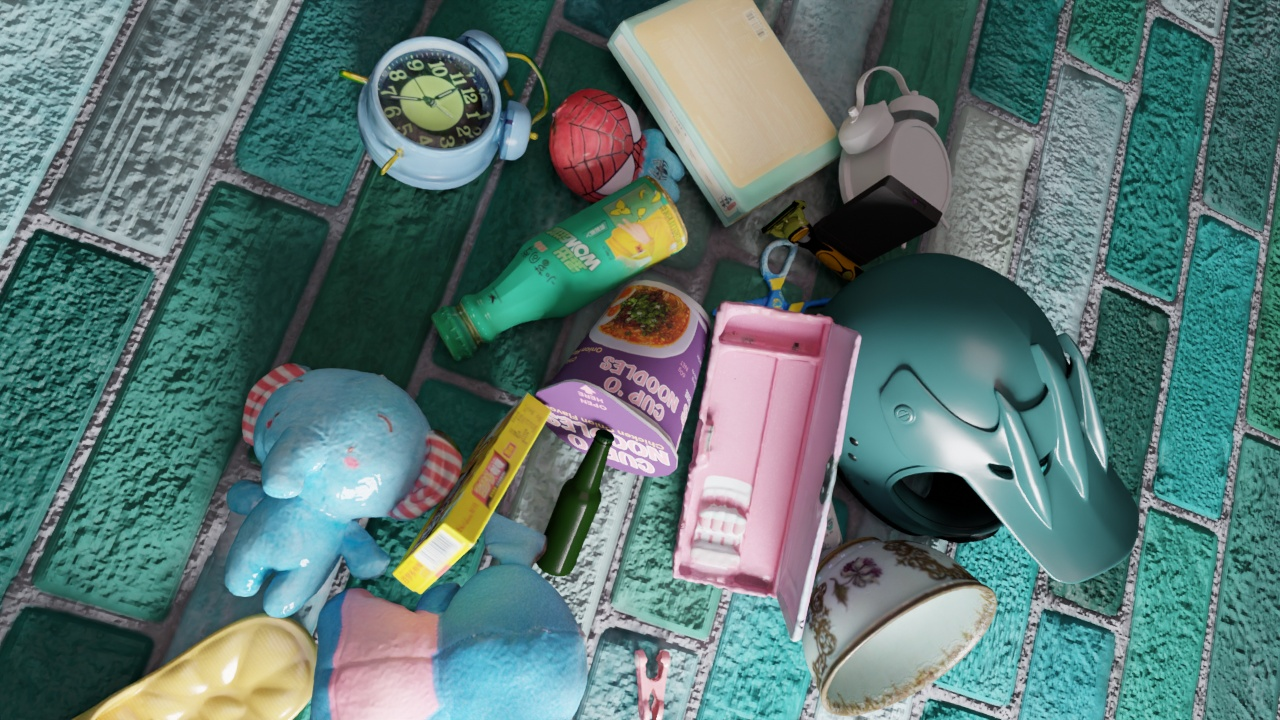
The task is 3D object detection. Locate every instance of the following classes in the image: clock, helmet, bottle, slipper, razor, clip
[{"bbox_3d":[-0.152,-0.207,0.746,0.161,0.060,0.118,-24,86,-23],"label":"clock"},{"bbox_3d":[0.260,0.042,0.737,0.176,0.201,0.275,-32,92,-29],"label":"helmet"},{"bbox_3d":[-0.066,-0.070,0.733,0.209,0.068,0.068,-31,90,-6],"label":"bottle"},{"bbox_3d":[-0.047,0.108,0.703,0.033,0.033,0.123,17,111,-13],"label":"bottle"},{"bbox_3d":[-0.334,0.265,0.602,0.262,0.078,0.099,-35,89,-19],"label":"slipper"},{"bbox_3d":[0.176,-0.092,0.828,0.144,0.044,0.021,32,42,-23],"label":"razor"},{"bbox_3d":[0.227,-0.185,0.834,0.119,0.061,0.159,-24,103,-37],"label":"clock"},{"bbox_3d":[0.013,0.258,0.735,0.045,0.023,0.060,-18,81,-17],"label":"clip"}]

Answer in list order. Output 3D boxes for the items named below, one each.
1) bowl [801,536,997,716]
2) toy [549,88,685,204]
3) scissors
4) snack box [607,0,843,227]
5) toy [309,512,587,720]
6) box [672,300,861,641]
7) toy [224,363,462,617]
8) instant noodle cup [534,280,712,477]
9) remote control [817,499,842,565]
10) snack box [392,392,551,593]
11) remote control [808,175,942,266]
[{"bbox_3d":[0.194,0.202,0.746,0.159,0.160,0.094,-15,45,-18],"label":"bowl"},{"bbox_3d":[-0.018,-0.173,0.780,0.132,0.062,0.092,19,83,-24],"label":"toy"},{"bbox_3d":[0.121,-0.058,0.823,0.125,0.016,0.123,-9,80,-19],"label":"scissors"},{"bbox_3d":[0.081,-0.234,0.816,0.141,0.044,0.193,-34,92,-28],"label":"snack box"},{"bbox_3d":[-0.133,0.200,0.637,0.191,0.099,0.223,-5,54,-5],"label":"toy"},{"bbox_3d":[0.090,0.077,0.691,0.106,0.115,0.233,11,98,3],"label":"box"},{"bbox_3d":[-0.230,0.085,0.644,0.183,0.115,0.180,24,70,14],"label":"toy"},{"bbox_3d":[-0.004,0.004,0.723,0.122,0.137,0.121,17,62,19],"label":"instant noodle cup"},{"bbox_3d":[0.135,0.108,0.779,0.050,0.022,0.133,-24,102,-33],"label":"remote control"},{"bbox_3d":[-0.117,0.091,0.657,0.025,0.075,0.151,39,35,-10],"label":"snack box"},{"bbox_3d":[0.199,-0.117,0.793,0.058,0.134,0.013,34,72,-9],"label":"remote control"}]
